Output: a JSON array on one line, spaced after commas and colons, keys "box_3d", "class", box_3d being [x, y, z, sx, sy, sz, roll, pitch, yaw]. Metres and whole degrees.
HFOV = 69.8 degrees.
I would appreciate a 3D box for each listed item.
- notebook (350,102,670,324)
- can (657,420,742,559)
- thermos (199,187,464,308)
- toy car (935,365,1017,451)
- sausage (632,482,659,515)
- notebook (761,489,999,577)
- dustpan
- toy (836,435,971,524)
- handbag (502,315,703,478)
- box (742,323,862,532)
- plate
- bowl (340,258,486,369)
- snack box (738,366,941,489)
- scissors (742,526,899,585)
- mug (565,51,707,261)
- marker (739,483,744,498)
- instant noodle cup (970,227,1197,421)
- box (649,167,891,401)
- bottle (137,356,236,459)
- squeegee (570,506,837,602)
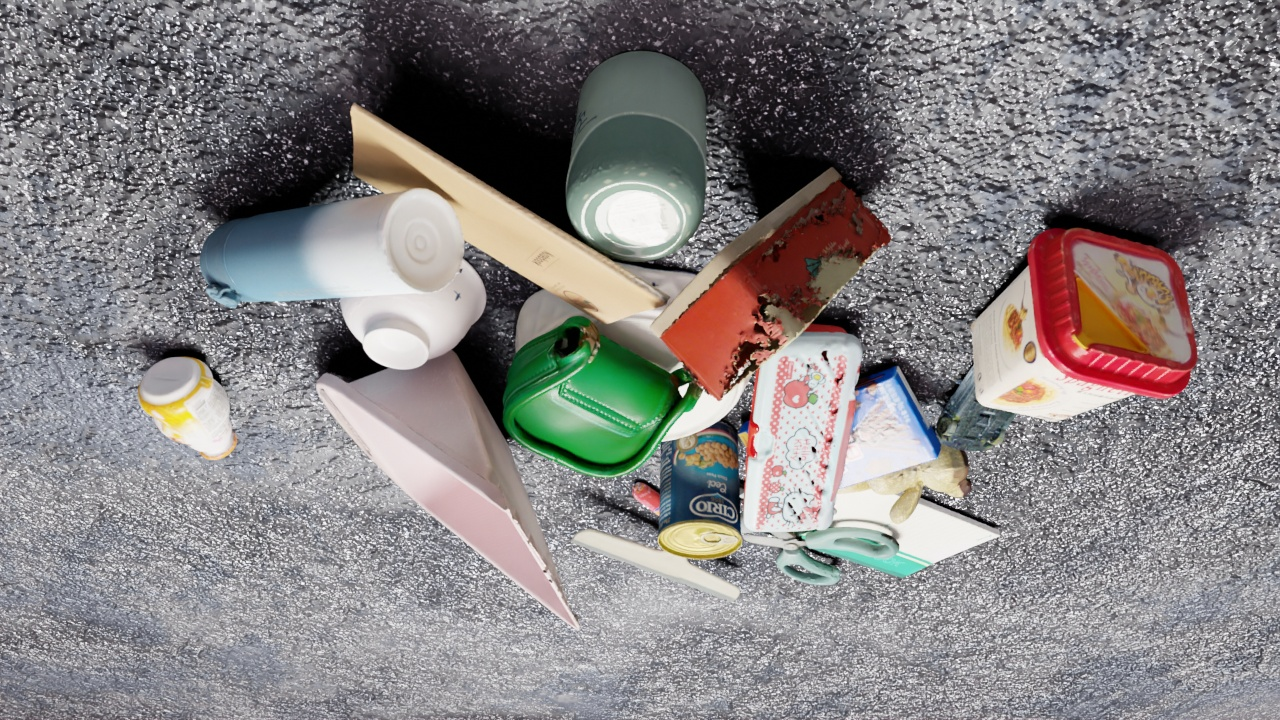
[{"box_3d": [-0.090, -0.084, 0.589, 0.207, 0.008, 0.148, 31, 169, -13], "class": "notebook"}, {"box_3d": [0.055, 0.117, 0.847, 0.075, 0.111, 0.075, 2, 144, 1], "class": "can"}, {"box_3d": [-0.216, -0.071, 0.615, 0.221, 0.070, 0.070, -1, 146, 36], "class": "thermos"}, {"box_3d": [0.295, 0.030, 0.778, 0.054, 0.036, 0.121, 11, 131, -8], "class": "toy car"}, {"box_3d": [0.038, 0.169, 0.987, 0.020, 0.020, 0.156, -22, 135, 29], "class": "sausage"}, {"box_3d": [0.258, 0.183, 0.995, 0.209, 0.012, 0.151, 22, 140, -22], "class": "notebook"}, {"box_3d": [-0.178, 0.115, 0.792, 0.138, 0.273, 0.223, -24, 137, -6], "class": "dustpan"}, {"box_3d": [0.225, 0.099, 0.858, 0.157, 0.066, 0.105, -5, 99, 16], "class": "toy"}, {"box_3d": [-0.033, 0.027, 0.699, 0.131, 0.067, 0.120, 27, 135, -27], "class": "handbag"}, {"box_3d": [0.134, 0.064, 0.772, 0.087, 0.048, 0.201, 3, 120, 2], "class": "box"}, {"box_3d": [-0.005, 0.004, 0.761, 0.205, 0.045, 0.205, 3, 142, 2], "class": "plate"}, {"box_3d": [-0.183, -0.033, 0.711, 0.118, 0.064, 0.118, 2, 141, 1], "class": "bowl"}, {"box_3d": [0.174, 0.070, 0.815, 0.157, 0.026, 0.084, -24, 104, 30], "class": "snack box"}, {"box_3d": [0.204, 0.203, 1.002, 0.178, 0.019, 0.174, -20, 137, 31], "class": "scissors"}, {"box_3d": [-0.006, -0.112, 0.563, 0.082, 0.106, 0.112, 13, 142, -13], "class": "mug"}, {"box_3d": [0.097, 0.130, 0.939, 0.124, 0.015, 0.018, 22, 139, -26], "class": "marker"}, {"box_3d": [0.310, -0.016, 0.664, 0.116, 0.116, 0.124, 12, 153, -11], "class": "instant noodle cup"}, {"box_3d": [0.092, -0.047, 0.577, 0.079, 0.167, 0.092, 47, 134, 2], "class": "box"}, {"box_3d": [-0.404, 0.047, 0.832, 0.063, 0.063, 0.108, 0, 141, 5], "class": "bottle"}, {"box_3d": [0.100, 0.175, 0.946, 0.246, 0.039, 0.247, 28, 139, -33], "class": "squeegee"}]
